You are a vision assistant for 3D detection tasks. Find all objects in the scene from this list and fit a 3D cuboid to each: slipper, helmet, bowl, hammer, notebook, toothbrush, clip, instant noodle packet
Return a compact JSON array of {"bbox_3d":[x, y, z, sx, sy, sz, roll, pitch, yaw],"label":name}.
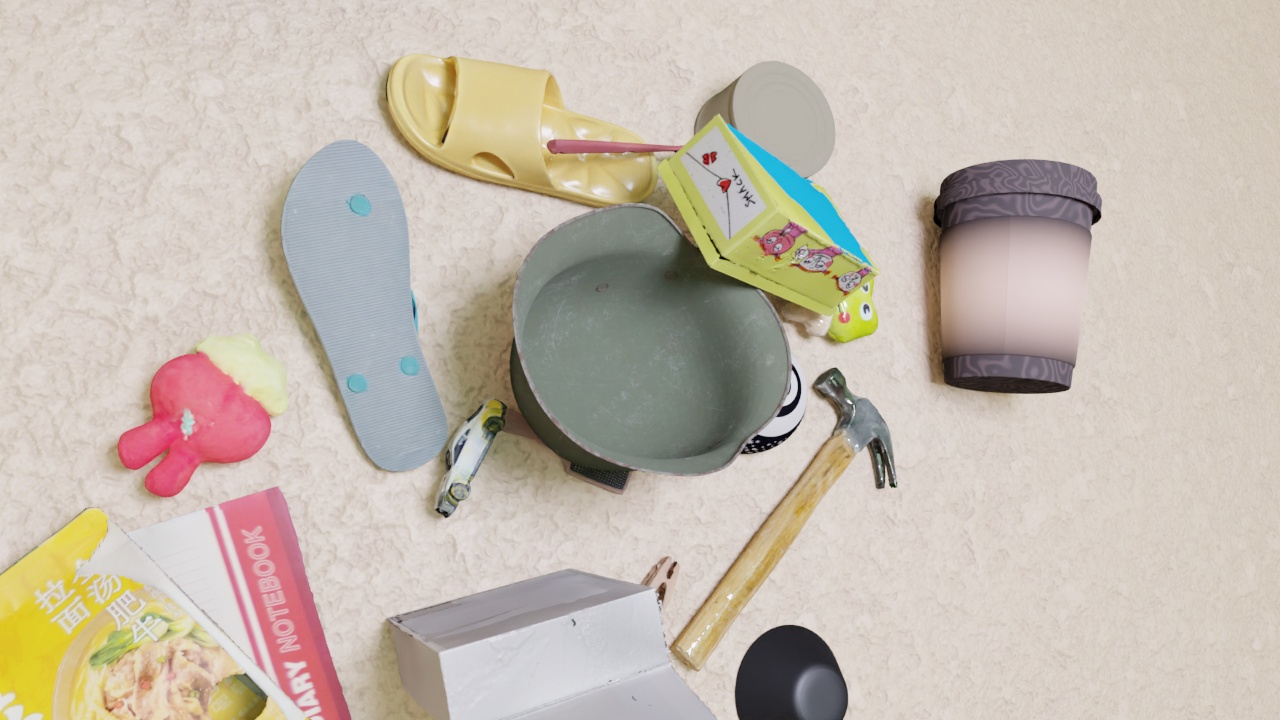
[{"bbox_3d":[-0.228,-0.040,0.747,0.098,0.055,0.269,-14,97,-26],"label":"slipper"},{"bbox_3d":[-0.005,0.005,0.781,0.267,0.154,0.226,-5,73,-29],"label":"helmet"},{"bbox_3d":[0.155,0.312,0.856,0.124,0.053,0.124,6,77,-25],"label":"bowl"},{"bbox_3d":[0.142,0.162,0.895,0.132,0.033,0.329,48,64,-11],"label":"hammer"},{"bbox_3d":[-0.309,0.213,0.668,0.152,0.012,0.208,-17,87,-26],"label":"notebook"},{"bbox_3d":[-0.011,-0.193,0.846,0.189,0.016,0.016,-11,97,-46],"label":"toothbrush"},{"bbox_3d":[-0.095,-0.207,0.826,0.263,0.079,0.099,14,74,-26],"label":"slipper"},{"bbox_3d":[0.009,0.200,0.825,0.045,0.025,0.060,34,59,-18],"label":"clip"},{"bbox_3d":[0.115,0.028,0.887,0.120,0.066,0.120,6,77,-26],"label":"bowl"},{"bbox_3d":[-0.352,0.227,0.600,0.221,0.084,0.162,47,63,-3],"label":"instant noodle packet"}]

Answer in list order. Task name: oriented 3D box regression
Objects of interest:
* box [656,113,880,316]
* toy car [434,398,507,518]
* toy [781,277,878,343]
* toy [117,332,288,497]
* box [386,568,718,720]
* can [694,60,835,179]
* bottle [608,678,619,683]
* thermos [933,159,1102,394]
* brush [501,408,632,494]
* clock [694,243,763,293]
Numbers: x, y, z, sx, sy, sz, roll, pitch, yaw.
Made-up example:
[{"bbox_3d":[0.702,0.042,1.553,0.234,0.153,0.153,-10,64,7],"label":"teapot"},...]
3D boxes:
[{"bbox_3d":[0.124,-0.125,0.844,0.220,0.079,0.124,15,43,-55],"label":"box"},{"bbox_3d":[-0.144,0.078,0.758,0.033,0.048,0.105,29,68,-14],"label":"toy car"},{"bbox_3d":[0.197,-0.064,0.961,0.117,0.043,0.092,1,80,-25],"label":"toy"},{"bbox_3d":[-0.320,0.039,0.680,0.091,0.045,0.134,42,60,-16],"label":"toy"},{"bbox_3d":[-0.029,0.231,0.589,0.165,0.419,0.108,-10,101,-28],"label":"box"},{"bbox_3d":[0.128,-0.233,0.944,0.127,0.073,0.127,6,77,-26],"label":"can"},{"bbox_3d":[-0.016,0.305,0.768,0.063,0.063,0.109,-5,67,-27],"label":"bottle"},{"bbox_3d":[0.407,-0.084,1.007,0.172,0.173,0.226,10,82,-25],"label":"thermos"},{"bbox_3d":[-0.064,0.075,0.818,0.135,0.015,0.049,25,69,-20],"label":"brush"},{"bbox_3d":[0.064,-0.080,0.890,0.117,0.057,0.083,-10,85,-28],"label":"clock"}]
